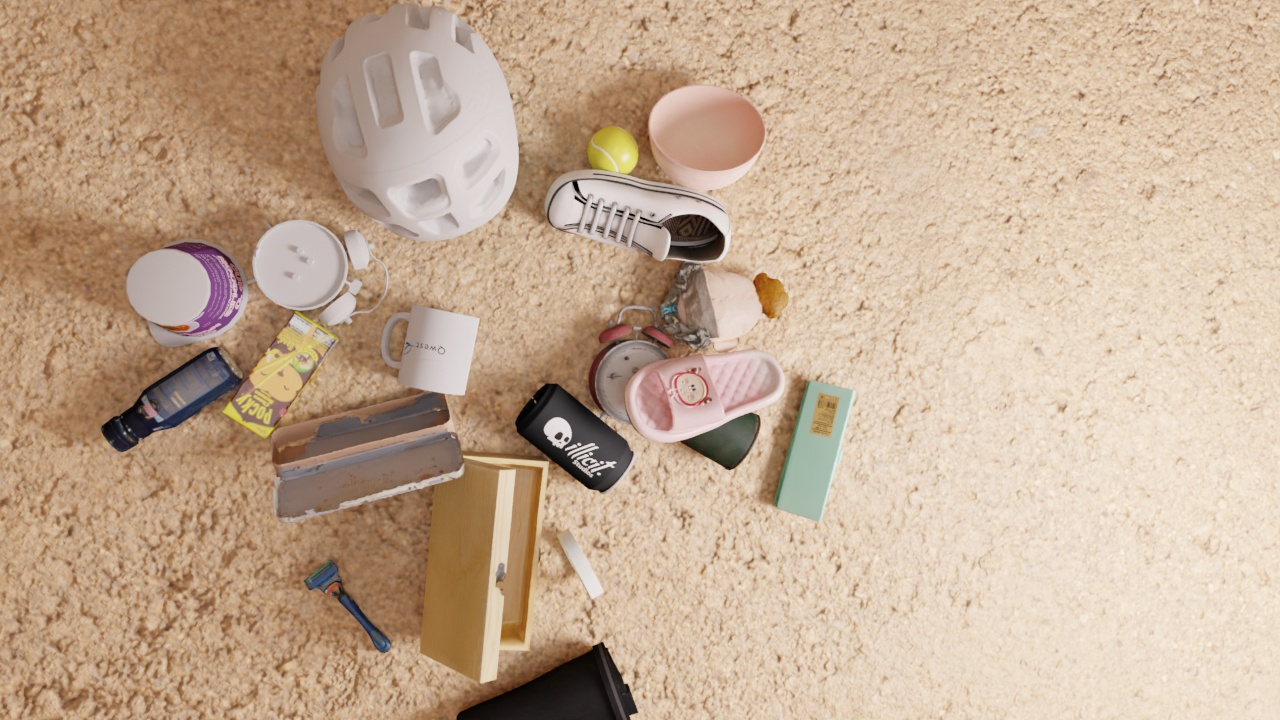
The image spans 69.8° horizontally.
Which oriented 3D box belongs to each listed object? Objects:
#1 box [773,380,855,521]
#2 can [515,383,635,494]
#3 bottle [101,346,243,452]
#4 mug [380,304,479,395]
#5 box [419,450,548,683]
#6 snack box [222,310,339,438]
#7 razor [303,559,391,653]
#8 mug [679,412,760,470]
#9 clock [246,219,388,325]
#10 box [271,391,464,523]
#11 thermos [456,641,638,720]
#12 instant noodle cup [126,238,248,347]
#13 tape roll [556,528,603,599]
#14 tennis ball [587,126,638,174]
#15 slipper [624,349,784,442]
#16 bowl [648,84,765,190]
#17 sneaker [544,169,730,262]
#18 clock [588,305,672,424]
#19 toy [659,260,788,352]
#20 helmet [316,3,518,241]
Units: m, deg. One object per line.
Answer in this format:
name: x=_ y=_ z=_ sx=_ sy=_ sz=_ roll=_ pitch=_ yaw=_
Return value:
box: x=0.243 y=0.124 z=1.255 sx=0.077 sy=0.080 sz=0.188 roll=17 pitch=89 yaw=-13
can: x=-0.083 y=0.100 z=1.175 sx=0.146 sy=0.080 sz=0.080 roll=40 pitch=84 yaw=-12
bottle: x=-0.548 y=0.047 z=1.075 sx=0.160 sy=0.056 sz=0.056 roll=-35 pitch=100 yaw=-9
mug: x=-0.266 y=-0.016 z=1.133 sx=0.120 sy=0.083 sz=0.096 roll=12 pitch=90 yaw=15
box: x=-0.199 y=0.243 z=1.136 sx=0.142 sy=0.184 sz=0.248 roll=5 pitch=91 yaw=7
snack box: x=-0.436 y=0.017 z=1.115 sx=0.061 sy=0.026 sz=0.149 roll=35 pitch=85 yaw=-12
razor: x=-0.362 y=0.315 z=1.154 sx=0.044 sy=0.018 sz=0.141 roll=-37 pitch=104 yaw=-9
mug: x=0.107 y=0.079 z=1.225 sx=0.081 sy=0.085 sz=0.110 roll=30 pitch=55 yaw=-12
clock: x=-0.384 y=-0.107 z=1.102 sx=0.159 sy=0.061 sz=0.120 roll=17 pitch=89 yaw=-13
box: x=-0.324 y=0.112 z=1.088 sx=0.216 sy=0.150 sz=0.043 roll=-14 pitch=124 yaw=-13
thermos: x=-0.121 y=0.449 z=1.181 sx=0.218 sy=0.106 sz=0.106 roll=-20 pitch=97 yaw=-6
instant noodle cup: x=-0.524 y=-0.075 z=1.039 sx=0.122 sy=0.122 sz=0.136 roll=29 pitch=86 yaw=-13
tape roll: x=-0.078 y=0.261 z=1.179 sx=0.019 sy=0.094 sz=0.094 roll=-28 pitch=99 yaw=-11
tennis ball: x=-0.035 y=-0.266 z=1.173 sx=0.065 sy=0.065 sz=0.065 roll=-1 pitch=93 yaw=-13
slipper: x=0.082 y=0.034 z=1.153 sx=0.221 sy=0.056 sz=0.106 roll=-14 pitch=69 yaw=-20
bowl: x=0.081 y=-0.275 z=1.183 sx=0.153 sy=0.076 sz=0.152 roll=2 pitch=60 yaw=-4
sneaker: x=0.002 y=-0.167 z=1.156 sx=0.245 sy=0.097 sz=0.091 roll=10 pitch=127 yaw=-18
clock: x=-0.007 y=0.008 z=1.198 sx=0.110 sy=0.062 sz=0.157 roll=4 pitch=92 yaw=-13
toy: x=0.110 y=-0.075 z=1.215 sx=0.175 sy=0.076 sz=0.132 roll=-7 pitch=80 yaw=-11
helmet: x=-0.263 y=-0.290 z=1.068 sx=0.224 sy=0.184 sz=0.282 roll=-10 pitch=69 yaw=1
